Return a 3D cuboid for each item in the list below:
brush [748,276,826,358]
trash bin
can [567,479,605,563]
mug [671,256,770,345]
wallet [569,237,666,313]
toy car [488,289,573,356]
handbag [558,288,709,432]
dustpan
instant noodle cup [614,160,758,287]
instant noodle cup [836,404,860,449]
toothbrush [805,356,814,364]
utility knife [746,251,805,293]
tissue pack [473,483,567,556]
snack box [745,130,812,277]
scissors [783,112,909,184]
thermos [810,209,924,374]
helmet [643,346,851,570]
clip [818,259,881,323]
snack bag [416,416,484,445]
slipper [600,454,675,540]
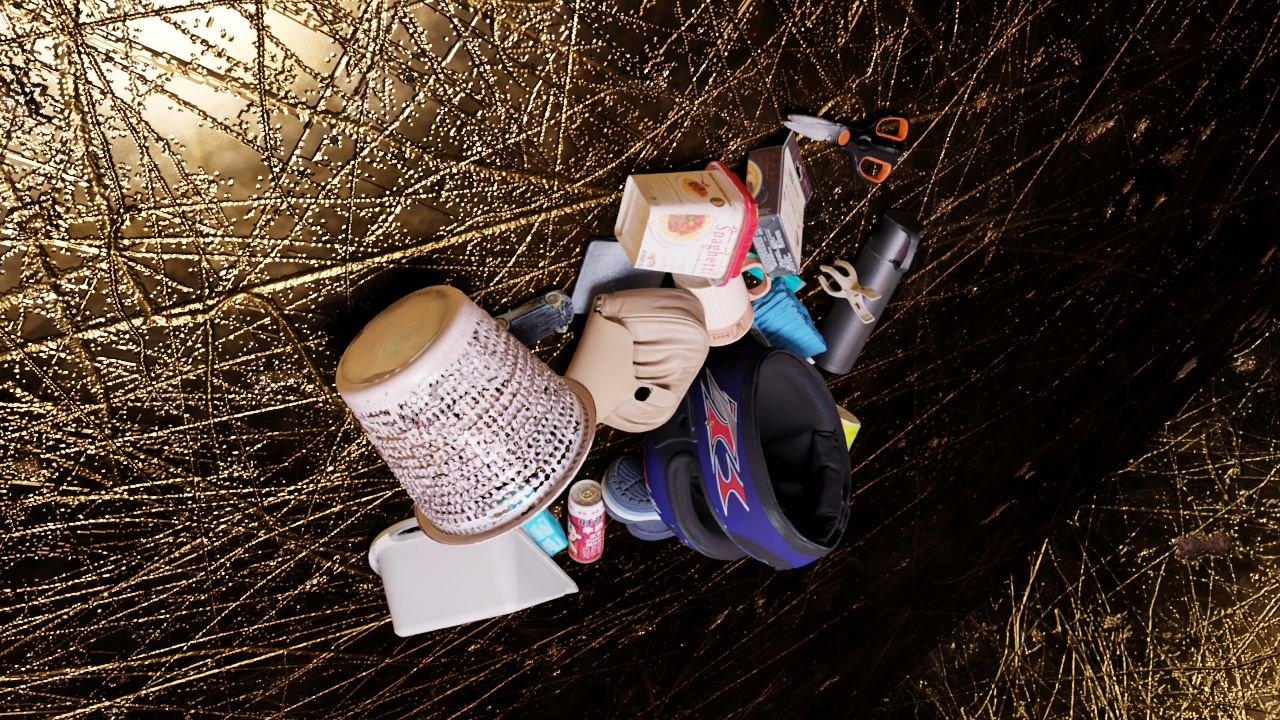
[{"bbox_3d":[0.218,-0.001,1.312,0.110,0.060,0.314,-29,139,15],"label":"brush"},{"bbox_3d":[-0.187,0.041,0.920,0.227,0.227,0.192,-37,125,-2],"label":"trash bin"},{"bbox_3d":[-0.078,0.233,1.324,0.053,0.053,0.133,-20,139,-23],"label":"can"},{"bbox_3d":[0.102,-0.087,1.115,0.114,0.081,0.106,-23,140,2],"label":"mug"},{"bbox_3d":[-0.022,-0.098,1.063,0.120,0.019,0.097,-3,128,-36],"label":"wallet"},{"bbox_3d":[-0.124,-0.043,1.022,0.105,0.031,0.049,-27,139,-14],"label":"toy car"},{"bbox_3d":[-0.006,0.006,1.084,0.147,0.099,0.205,9,135,-17],"label":"handbag"},{"bbox_3d":[-0.229,0.271,1.208,0.223,0.142,0.257,-14,170,9],"label":"dustpan"},{"bbox_3d":[0.046,-0.149,0.997,0.124,0.116,0.117,-2,131,-23],"label":"instant noodle cup"},{"bbox_3d":[0.294,0.133,1.493,0.111,0.111,0.123,12,113,-46],"label":"instant noodle cup"},{"bbox_3d":[0.215,0.023,1.381,0.180,0.016,0.016,-25,143,-17],"label":"toothbrush"},{"bbox_3d":[0.154,-0.122,1.185,0.029,0.013,0.219,-49,144,17],"label":"utility knife"},{"bbox_3d":[-0.162,0.227,1.241,0.090,0.063,0.140,-30,141,-4],"label":"tissue pack"},{"bbox_3d":[0.161,-0.180,1.066,0.053,0.125,0.113,-4,148,21],"label":"snack box"},{"bbox_3d":[0.249,-0.280,1.093,0.139,0.022,0.235,-55,139,5],"label":"scissors"},{"bbox_3d":[0.319,-0.089,1.295,0.068,0.089,0.243,14,124,-10],"label":"thermos"},{"bbox_3d":[0.123,0.139,1.191,0.247,0.314,0.241,33,133,-29],"label":"helmet"},{"bbox_3d":[0.286,-0.097,1.247,0.034,0.100,0.075,-22,139,-23],"label":"clip"},{"bbox_3d":[-0.231,0.083,1.069,0.105,0.026,0.045,13,116,-48],"label":"snack bag"},{"bbox_3d":[0.015,0.207,1.337,0.095,0.105,0.252,-54,147,14],"label":"slipper"}]
